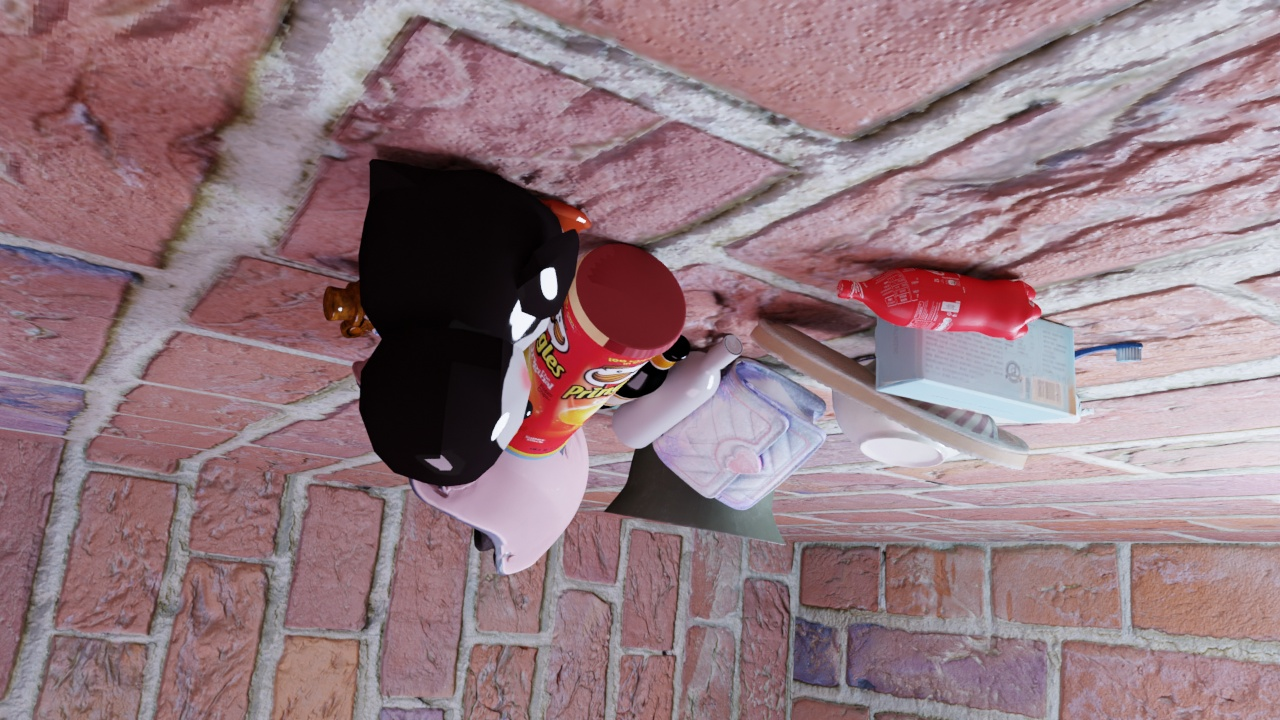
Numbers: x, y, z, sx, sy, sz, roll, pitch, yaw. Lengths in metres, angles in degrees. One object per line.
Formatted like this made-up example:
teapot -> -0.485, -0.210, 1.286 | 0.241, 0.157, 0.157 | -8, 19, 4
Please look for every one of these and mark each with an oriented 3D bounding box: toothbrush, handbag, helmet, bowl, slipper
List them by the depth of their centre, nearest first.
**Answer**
slipper -> 0.217, 0.018, 0.780 | 0.263, 0.052, 0.115 | 24, -167, -9
toothbrush -> 0.361, -0.003, 0.799 | 0.135, 0.017, 0.021 | -4, 161, 31
helmet -> -0.148, 0.065, 0.877 | 0.255, 0.152, 0.230 | 49, 180, -9
bowl -> 0.262, 0.058, 0.906 | 0.153, 0.072, 0.154 | 13, 159, 5
handbag -> 0.102, 0.080, 0.959 | 0.126, 0.069, 0.159 | 29, 132, -14
helmet -> 0.079, 0.134, 1.151 | 0.227, 0.153, 0.268 | 11, 170, -3

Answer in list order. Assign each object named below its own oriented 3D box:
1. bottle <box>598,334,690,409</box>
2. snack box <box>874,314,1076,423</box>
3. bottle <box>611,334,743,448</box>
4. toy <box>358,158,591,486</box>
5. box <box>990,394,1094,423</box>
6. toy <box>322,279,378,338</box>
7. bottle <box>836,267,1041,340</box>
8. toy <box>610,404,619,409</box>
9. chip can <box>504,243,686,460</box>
bottle -> -0.005, 0.005, 0.866 | 0.059, 0.059, 0.182 | 11, 165, -23
snack box -> 0.265, -0.002, 0.719 | 0.174, 0.075, 0.053 | 12, 165, -27
bottle -> 0.038, 0.028, 0.914 | 0.052, 0.052, 0.196 | 12, 149, -26
toy -> -0.121, -0.018, 0.559 | 0.159, 0.184, 0.140 | -5, 162, 35
box -> 0.361, 0.051, 0.971 | 0.198, 0.044, 0.136 | -1, 165, 35
toy -> -0.198, -0.039, 0.751 | 0.112, 0.067, 0.087 | 0, 148, -38
bottle -> 0.208, -0.042, 0.645 | 0.141, 0.042, 0.042 | 6, 166, -6
toy -> -0.012, 0.043, 1.082 | 0.105, 0.033, 0.085 | 3, 177, 5
chip can -> -0.051, 0.002, 0.710 | 0.087, 0.087, 0.214 | 11, 149, -23
